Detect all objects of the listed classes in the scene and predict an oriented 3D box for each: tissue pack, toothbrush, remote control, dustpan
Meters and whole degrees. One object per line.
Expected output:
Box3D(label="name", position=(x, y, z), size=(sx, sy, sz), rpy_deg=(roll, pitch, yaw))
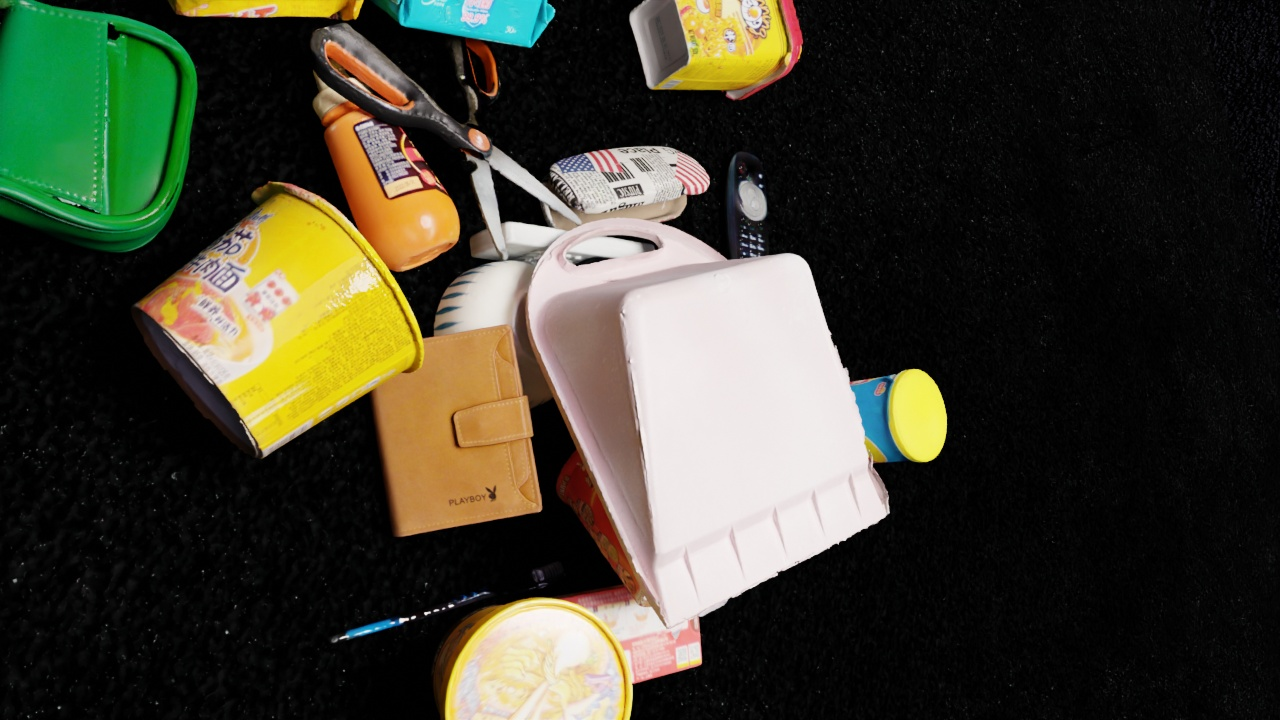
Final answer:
Box3D(label="tissue pack", position=(-0.137, -0.274, 0.671), size=(0.133, 0.093, 0.050), rpy_deg=(-6, 130, -42))
Box3D(label="toothbrush", position=(-0.129, 0.169, 0.647), size=(0.189, 0.014, 0.016), rpy_deg=(-6, 85, -41))
Box3D(label="remote control", position=(-0.059, -0.086, 0.728), size=(0.149, 0.058, 0.021), rpy_deg=(4, 82, -40))
Box3D(label="remote control", position=(0.102, -0.137, 0.900), size=(0.053, 0.024, 0.136), rpy_deg=(9, 75, -38))
Box3D(label="dustpan", position=(0.038, 0.022, 0.663), size=(0.222, 0.139, 0.273), rpy_deg=(-13, 95, -35))

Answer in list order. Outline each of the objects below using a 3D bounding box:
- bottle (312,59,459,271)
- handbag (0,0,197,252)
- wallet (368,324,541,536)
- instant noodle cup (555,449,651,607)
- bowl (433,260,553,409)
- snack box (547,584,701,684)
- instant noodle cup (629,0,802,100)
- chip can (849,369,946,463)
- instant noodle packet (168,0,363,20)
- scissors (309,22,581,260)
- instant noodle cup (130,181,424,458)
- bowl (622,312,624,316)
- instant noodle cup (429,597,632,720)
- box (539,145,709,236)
Box3D(label="bottle", position=(-0.182, -0.138, 0.632), size=(0.066, 0.067, 0.149), rpy_deg=(-30, 94, -40))
Box3D(label="handbag", position=(-0.317, -0.131, 0.513), size=(0.120, 0.068, 0.131), rpy_deg=(13, 74, -31))
Box3D(label="wallet", position=(-0.127, 0.048, 0.626), size=(0.108, 0.031, 0.132), rpy_deg=(-9, 88, 1))
Box3D(label="instant noodle cup", position=(0.021, 0.108, 0.681), size=(0.137, 0.138, 0.108), rpy_deg=(-3, 51, -41))
Box3D(label="bowl", position=(-0.087, -0.021, 0.684), size=(0.116, 0.066, 0.116), rpy_deg=(9, 76, -39))
Box3D(label="snack box", position=(-0.015, 0.217, 0.728), size=(0.152, 0.026, 0.075), rpy_deg=(1, 81, -41))
Box3D(label="instant noodle cup", position=(0.066, -0.305, 0.851), size=(0.123, 0.116, 0.116), rpy_deg=(-17, 94, -30))
Box3D(label="chip can", position=(0.146, 0.056, 0.775), size=(0.071, 0.211, 0.071), rpy_deg=(9, 76, -40))
Box3D(label="instant noodle packet", position=(-0.254, -0.260, 0.587), size=(0.128, 0.044, 0.110), rpy_deg=(-19, 68, -43))
Box3D(label="scissors", position=(-0.130, -0.172, 0.654), size=(0.220, 0.022, 0.233), rpy_deg=(19, 47, -41))
Box3D(label="instant noodle cup", position=(-0.214, -0.017, 0.537), size=(0.109, 0.138, 0.138), rpy_deg=(-42, 109, -28))
Box3D(label="bowl", position=(-0.004, 0.004, 0.741), size=(0.062, 0.113, 0.113), rpy_deg=(-9, 87, -1))
Box3D(label="instant noodle cup", position=(-0.080, 0.212, 0.599), size=(0.118, 0.115, 0.118), rpy_deg=(4, 79, -23))
Box3D(label="box", position=(-0.008, -0.152, 0.770), size=(0.163, 0.082, 0.075), rpy_deg=(-18, 87, -39))
